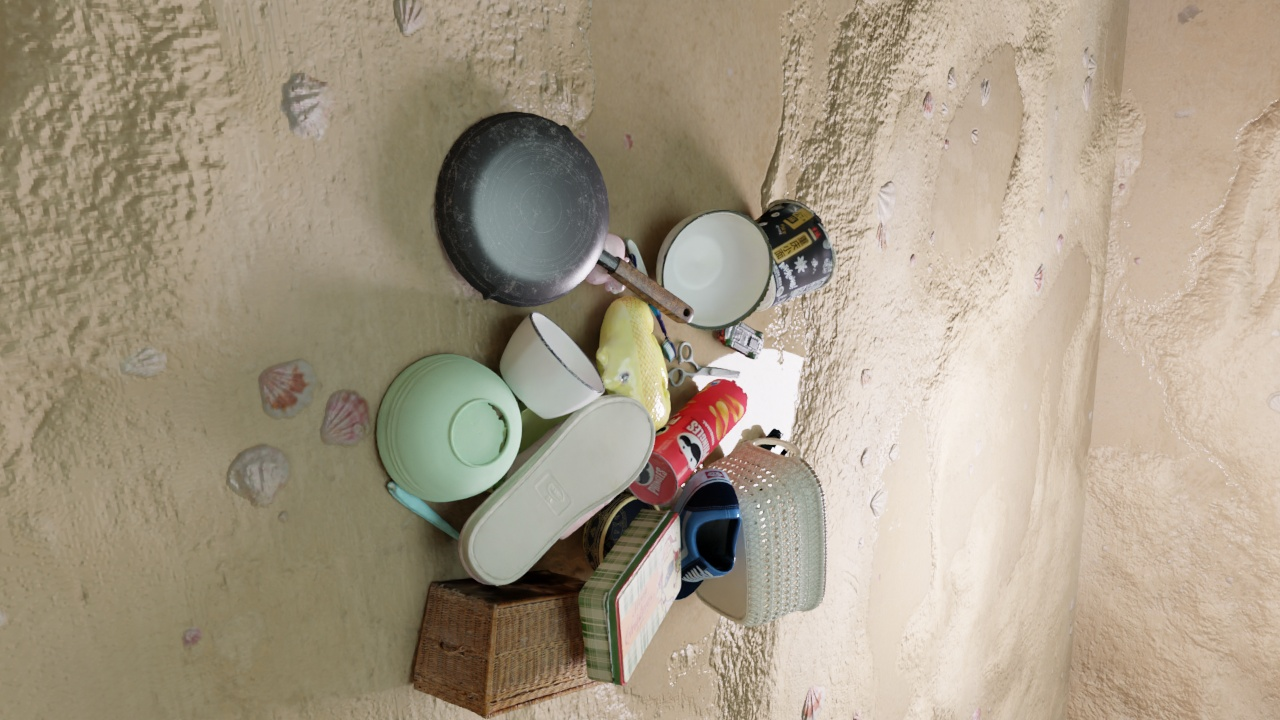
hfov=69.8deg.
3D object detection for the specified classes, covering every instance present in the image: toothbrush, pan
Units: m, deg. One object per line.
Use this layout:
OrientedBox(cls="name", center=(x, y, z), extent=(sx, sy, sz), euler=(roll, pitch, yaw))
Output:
OrientedBox(cls="toothbrush", center=(0.012, -0.074, 1.154), extent=(0.017, 0.016, 0.189), euler=(-49, 131, -34))
OrientedBox(cls="pan", center=(-0.057, -0.124, 0.994), extent=(0.356, 0.040, 0.207), euler=(30, 77, -34))
OrientedBox(cls="toothbrush", center=(-0.205, 0.175, 0.966), extent=(0.016, 0.017, 0.180), euler=(-58, 134, -20))

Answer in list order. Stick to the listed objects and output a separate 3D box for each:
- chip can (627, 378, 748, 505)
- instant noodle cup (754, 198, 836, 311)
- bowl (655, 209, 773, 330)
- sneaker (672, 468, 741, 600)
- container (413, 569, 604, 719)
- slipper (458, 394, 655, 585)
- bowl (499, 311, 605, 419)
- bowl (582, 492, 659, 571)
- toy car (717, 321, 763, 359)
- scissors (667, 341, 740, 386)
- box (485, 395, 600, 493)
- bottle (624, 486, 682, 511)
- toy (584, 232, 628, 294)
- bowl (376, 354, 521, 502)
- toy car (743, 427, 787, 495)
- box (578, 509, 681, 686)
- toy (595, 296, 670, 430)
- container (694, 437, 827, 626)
OrientedBox(cls="chip can", center=(0.064, 0.096, 1.172), extent=(0.232, 0.073, 0.073), euler=(-38, 126, -53))
OrientedBox(cls="instant noodle cup", center=(0.180, -0.135, 1.251), extent=(0.112, 0.137, 0.137), euler=(-32, 122, -30))
OrientedBox(cls="bowl", center=(0.085, -0.120, 1.162), extent=(0.153, 0.073, 0.153), euler=(-8, 112, -20))
OrientedBox(cls="sneaker", center=(0.070, 0.253, 1.174), extent=(0.083, 0.098, 0.242), euler=(1, 132, -18))
OrientedBox(cls="container", center=(-0.134, 0.300, 1.000), extent=(0.198, 0.114, 0.112), euler=(8, 87, -51))
OrientedBox(cls="slipper", center=(-0.089, 0.133, 0.989), extent=(0.273, 0.055, 0.114), euler=(-39, 109, -32))
OrientedBox(cls="bowl", center=(-0.099, 0.011, 0.981), extent=(0.066, 0.116, 0.116), euler=(-41, 137, 10))
OrientedBox(cls="bowl", center=(-0.032, 0.214, 1.135), extent=(0.112, 0.061, 0.112), euler=(-13, 108, -46))
OrientedBox(cls="toy car", center=(0.140, -0.032, 1.294), extent=(0.091, 0.036, 0.042), euler=(26, 79, -49))
OrientedBox(cls="scissors", center=(0.084, 0.023, 1.260), extent=(0.170, 0.014, 0.094), euler=(37, 69, -43))
OrientedBox(cls="box", center=(-0.099, 0.099, 1.047), extent=(0.187, 0.044, 0.141), euler=(-43, 106, -35))
OrientedBox(cls="bottle", center=(0.030, 0.179, 1.205), extent=(0.146, 0.051, 0.051), euler=(44, 65, -44))
OrientedBox(cls="toy", center=(-0.053, -0.126, 1.048), extent=(0.110, 0.047, 0.063), euler=(51, 57, -32))
OrientedBox(cls="bowl", center=(-0.176, 0.069, 0.909), extent=(0.150, 0.077, 0.151), euler=(-1, 92, -40))
OrientedBox(cls="toy car", center=(0.187, 0.154, 1.391), extent=(0.111, 0.034, 0.046), euler=(-55, 134, -26))
OrientedBox(cls="box", center=(-0.005, 0.261, 1.039), extent=(0.205, 0.050, 0.118), euler=(-38, 126, -62))
OrientedBox(cls="toy", center=(-0.007, 0.006, 1.098), extent=(0.154, 0.065, 0.170), euler=(-7, 85, -65))
OrientedBox(cls="container", center=(0.157, 0.244, 1.274), extent=(0.142, 0.185, 0.246), euler=(-16, 110, -35))
